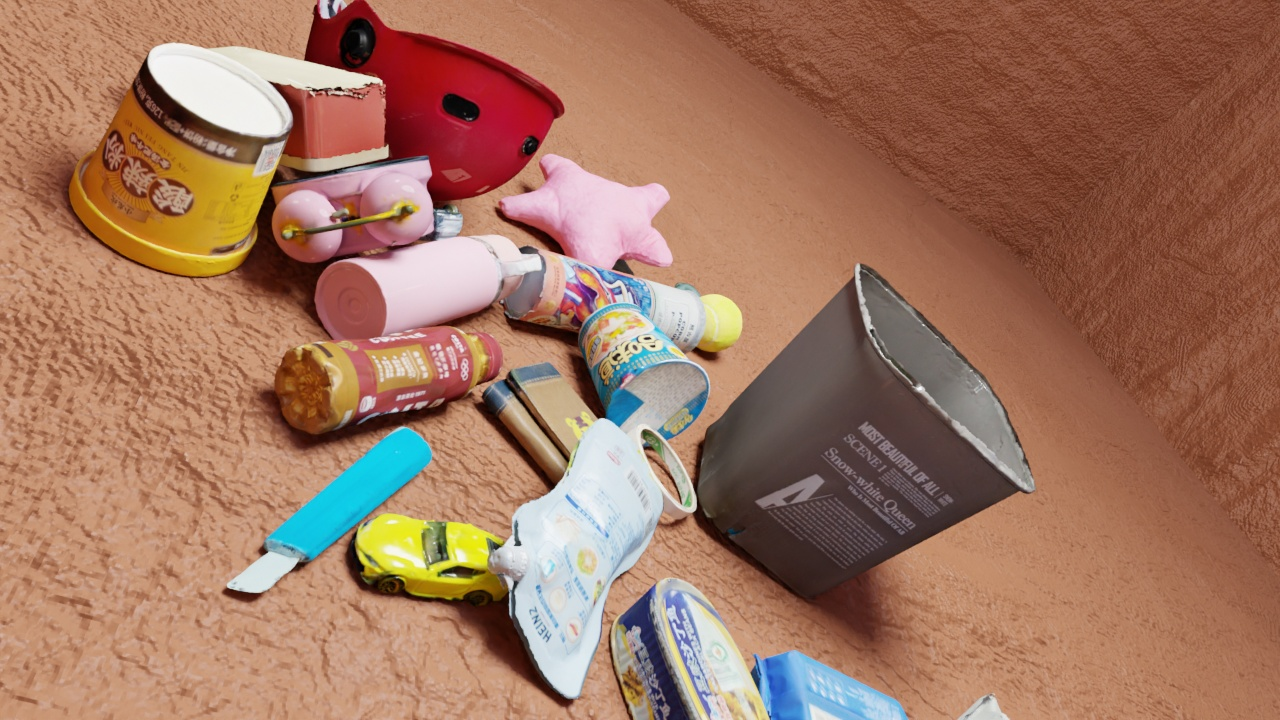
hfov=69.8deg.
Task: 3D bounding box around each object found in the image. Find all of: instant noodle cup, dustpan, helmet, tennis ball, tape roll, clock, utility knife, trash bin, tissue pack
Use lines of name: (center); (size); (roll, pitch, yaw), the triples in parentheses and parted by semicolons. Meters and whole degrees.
instant noodle cup: (-0.301, -0.137, 0.617); (0.118, 0.115, 0.118); (31, 29, -20)
dustpan: (0.229, 0.364, 0.605); (0.258, 0.143, 0.222); (46, 23, -72)
helmet: (-0.191, -0.212, 0.809); (0.240, 0.144, 0.206); (30, 8, 38)
tennis ball: (0.082, -0.042, 1.030); (0.065, 0.066, 0.065); (31, 28, -19)
instant noodle cup: (-0.005, 0.005, 0.824); (0.099, 0.099, 0.110); (18, 28, -38)
tape roll: (0.018, 0.093, 0.771); (0.086, 0.014, 0.085); (50, 16, -21)
clock: (-0.210, -0.112, 0.679); (0.117, 0.060, 0.158); (-12, 15, -7)
utility knife: (-0.179, 0.086, 0.547); (0.034, 0.018, 0.178); (28, 27, 7)
trash bin: (0.181, 0.072, 0.803); (0.199, 0.220, 0.198); (41, 25, -13)
tissue pack: (0.141, 0.273, 0.646); (0.157, 0.052, 0.094); (31, 30, -20)

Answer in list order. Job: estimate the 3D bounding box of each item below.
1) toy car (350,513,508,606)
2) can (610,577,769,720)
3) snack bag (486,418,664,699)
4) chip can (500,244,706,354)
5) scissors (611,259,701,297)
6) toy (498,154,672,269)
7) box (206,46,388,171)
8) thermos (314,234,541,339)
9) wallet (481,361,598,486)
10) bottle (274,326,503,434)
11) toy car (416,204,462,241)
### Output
toy car: (-0.123, 0.118, 0.558); (0.105, 0.032, 0.048); (19, 35, -34)
can: (0.034, 0.216, 0.595); (0.074, 0.049, 0.148); (15, 37, -41)
snack bag: (-0.038, 0.124, 0.622); (0.190, 0.039, 0.110); (-50, 126, -58)
chip can: (-0.033, -0.055, 0.895); (0.214, 0.071, 0.071); (12, 39, -43)
scissors: (0.011, -0.093, 1.069); (0.179, 0.019, 0.170); (16, 34, -41)
toy: (-0.058, -0.150, 0.995); (0.194, 0.075, 0.178); (13, 51, -12)
box: (-0.279, -0.203, 0.700); (0.168, 0.077, 0.091); (18, 28, 23)
thermos: (-0.157, -0.062, 0.731); (0.198, 0.087, 0.067); (-27, 112, -61)
wallet: (-0.064, 0.056, 0.732); (0.115, 0.033, 0.090); (50, 27, 10)
bottle: (-0.165, 0.008, 0.639); (0.057, 0.058, 0.174); (49, 28, 15)
toy car: (-0.197, -0.123, 0.795); (0.091, 0.034, 0.042); (13, 16, 26)
